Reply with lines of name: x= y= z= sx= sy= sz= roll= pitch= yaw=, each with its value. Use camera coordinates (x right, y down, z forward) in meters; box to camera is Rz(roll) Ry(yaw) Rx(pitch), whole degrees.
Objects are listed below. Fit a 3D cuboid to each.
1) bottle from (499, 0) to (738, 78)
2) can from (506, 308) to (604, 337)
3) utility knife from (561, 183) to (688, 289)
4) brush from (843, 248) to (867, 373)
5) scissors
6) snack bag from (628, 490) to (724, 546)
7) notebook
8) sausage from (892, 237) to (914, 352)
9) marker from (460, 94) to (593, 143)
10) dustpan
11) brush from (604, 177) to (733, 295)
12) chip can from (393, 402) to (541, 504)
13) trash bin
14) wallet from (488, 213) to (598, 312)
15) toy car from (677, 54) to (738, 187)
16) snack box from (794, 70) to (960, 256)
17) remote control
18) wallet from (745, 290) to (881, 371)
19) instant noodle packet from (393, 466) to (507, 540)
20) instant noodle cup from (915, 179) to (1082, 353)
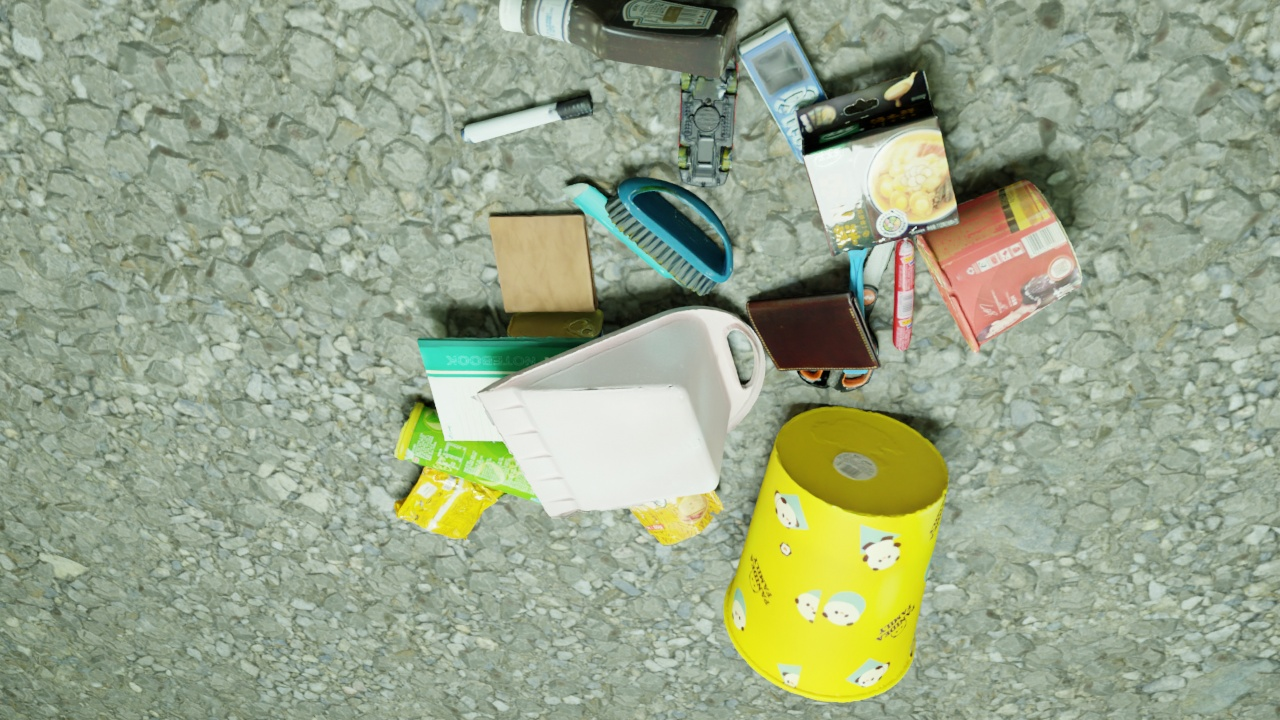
bottle: x=-0.020 y=-0.278 z=0.761 sx=0.195 sy=0.079 sz=0.044 roll=12 pitch=134 yaw=9
can: x=-0.087 y=-0.009 z=0.998 sx=0.102 sy=0.057 sz=0.083 roll=0 pitch=130 yaw=7
utility knife: x=-0.008 y=-0.125 z=0.923 sx=0.171 sy=0.013 sz=0.029 roll=39 pitch=126 yaw=-25
brush: x=0.212 y=-0.093 z=0.890 sx=0.083 sy=0.045 sz=0.255 roll=0 pitch=126 yaw=10
scissors: x=0.211 y=-0.058 z=0.939 sx=0.125 sy=0.021 sz=0.235 roll=-3 pitch=128 yaw=10
snack bag: x=0.006 y=0.121 z=1.092 sx=0.129 sy=0.073 sz=0.208 roll=-22 pitch=115 yaw=24
notebook: x=-0.125 y=0.034 z=0.996 sx=0.209 sy=0.012 sz=0.151 roll=0 pitch=131 yaw=7
sausage: x=0.265 y=-0.066 z=0.922 sx=0.020 sy=0.020 sz=0.156 roll=-3 pitch=133 yaw=10
marker: x=-0.106 y=-0.223 z=0.855 sx=0.131 sy=0.018 sz=0.023 roll=-11 pitch=135 yaw=15
dustpan: x=-0.005 y=0.049 z=0.990 sx=0.274 sy=0.138 sz=0.223 roll=-4 pitch=135 yaw=15
brush: x=0.037 y=-0.127 z=0.887 sx=0.144 sy=0.055 sz=0.074 roll=37 pitch=124 yaw=-20
chip can: x=-0.177 y=0.118 z=1.100 sx=0.221 sy=0.072 sz=0.073 roll=20 pitch=128 yaw=-8
trash bin: x=0.223 y=0.208 z=1.032 sx=0.229 sy=0.229 sz=0.256 roll=7 pitch=123 yaw=2
wallet: x=-0.100 y=-0.100 z=0.952 sx=0.101 sy=0.020 sz=0.115 roll=1 pitch=125 yaw=8
toy car: x=0.059 y=-0.216 z=0.820 sx=0.053 sy=0.045 sz=0.121 roll=4 pitch=121 yaw=3
snack box: x=0.203 y=-0.166 z=0.790 sx=0.113 sy=0.053 sz=0.126 roll=-14 pitch=122 yaw=19
remote control: x=0.135 y=-0.235 z=0.808 sx=0.049 sy=0.024 sz=0.125 roll=-23 pitch=123 yaw=23
wallet: x=0.176 y=-0.027 z=0.937 sx=0.122 sy=0.020 sz=0.096 roll=-1 pitch=131 yaw=42
instant noodle packet: x=-0.244 y=0.176 z=1.173 sx=0.110 sy=0.044 sz=0.129 roll=26 pitch=131 yaw=-21
instant noodle cup: x=0.324 y=-0.089 z=0.833 sx=0.109 sy=0.137 sz=0.138 roll=-26 pitch=121 yaw=16
